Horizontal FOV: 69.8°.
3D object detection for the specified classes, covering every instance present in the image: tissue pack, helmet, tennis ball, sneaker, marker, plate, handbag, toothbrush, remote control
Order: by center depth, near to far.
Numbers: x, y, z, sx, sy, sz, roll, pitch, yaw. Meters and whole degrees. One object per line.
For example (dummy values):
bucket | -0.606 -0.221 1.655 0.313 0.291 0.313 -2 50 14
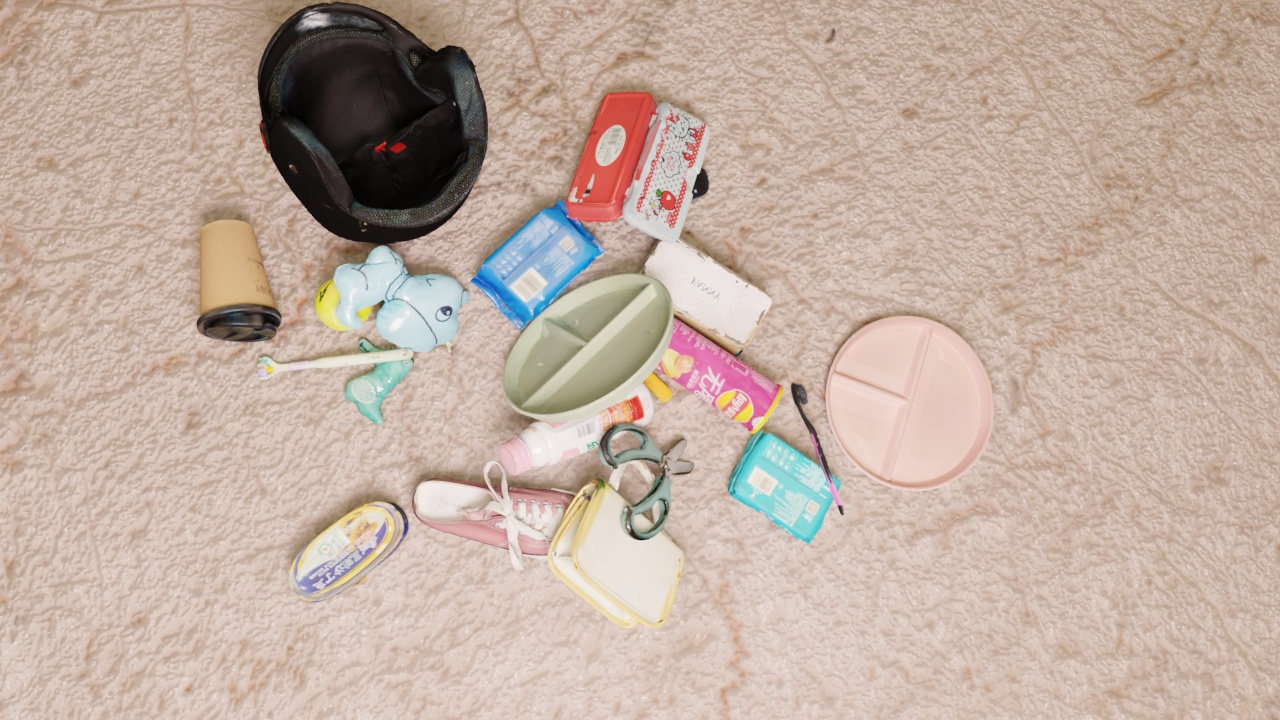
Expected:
helmet | -0.313 -0.264 1.065 0.233 0.231 0.274 -31 87 -26
sneaker | -0.151 0.184 1.083 0.241 0.088 0.118 13 80 -8
plate | -0.061 -0.016 1.084 0.230 0.230 0.027 -44 128 -12
handbag | -0.018 0.209 1.091 0.163 0.063 0.178 45 51 -27
toothbrush | -0.368 0.001 1.106 0.189 0.020 0.029 -5 76 2
tennis ball | -0.359 -0.069 1.110 0.065 0.065 0.065 1 81 -7
toothbrush | 0.224 0.108 1.147 0.017 0.014 0.189 -4 56 -19
tissue pack | 0.181 0.159 1.150 0.133 0.050 0.093 34 76 -1
tissue pack | -0.128 -0.122 1.155 0.095 0.052 0.157 45 78 0
marker | -0.007 0.007 1.170 0.124 0.015 0.018 44 77 4
plate | 0.349 0.056 1.200 0.229 0.028 0.229 1 80 -7
remote control | 0.022 -0.227 1.205 0.136 0.024 0.053 -8 78 -8

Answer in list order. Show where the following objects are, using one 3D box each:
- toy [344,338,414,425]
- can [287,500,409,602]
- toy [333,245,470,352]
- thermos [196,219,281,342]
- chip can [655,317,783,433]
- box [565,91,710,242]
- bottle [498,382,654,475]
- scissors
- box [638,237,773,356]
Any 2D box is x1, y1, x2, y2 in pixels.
toy | -0.322 0.020 1.121 0.096 0.030 0.091 40 73 8
can | -0.340 0.222 1.074 0.148 0.049 0.074 -38 88 -12
toy | -0.282 -0.067 1.107 0.161 0.050 0.156 -36 118 -28
thermos | -0.482 -0.090 1.091 0.093 0.093 0.143 -11 75 -9
chip can | 0.072 0.006 1.151 0.210 0.071 0.071 33 78 0
box | 0.000 -0.252 1.168 0.160 0.064 0.200 14 64 4
bottle | -0.076 0.080 1.088 0.196 0.068 0.068 -24 84 -33
scissors | 0.007 0.121 1.096 0.172 0.019 0.176 59 42 -16
box | 0.084 -0.080 1.172 0.184 0.063 0.089 35 79 -3
